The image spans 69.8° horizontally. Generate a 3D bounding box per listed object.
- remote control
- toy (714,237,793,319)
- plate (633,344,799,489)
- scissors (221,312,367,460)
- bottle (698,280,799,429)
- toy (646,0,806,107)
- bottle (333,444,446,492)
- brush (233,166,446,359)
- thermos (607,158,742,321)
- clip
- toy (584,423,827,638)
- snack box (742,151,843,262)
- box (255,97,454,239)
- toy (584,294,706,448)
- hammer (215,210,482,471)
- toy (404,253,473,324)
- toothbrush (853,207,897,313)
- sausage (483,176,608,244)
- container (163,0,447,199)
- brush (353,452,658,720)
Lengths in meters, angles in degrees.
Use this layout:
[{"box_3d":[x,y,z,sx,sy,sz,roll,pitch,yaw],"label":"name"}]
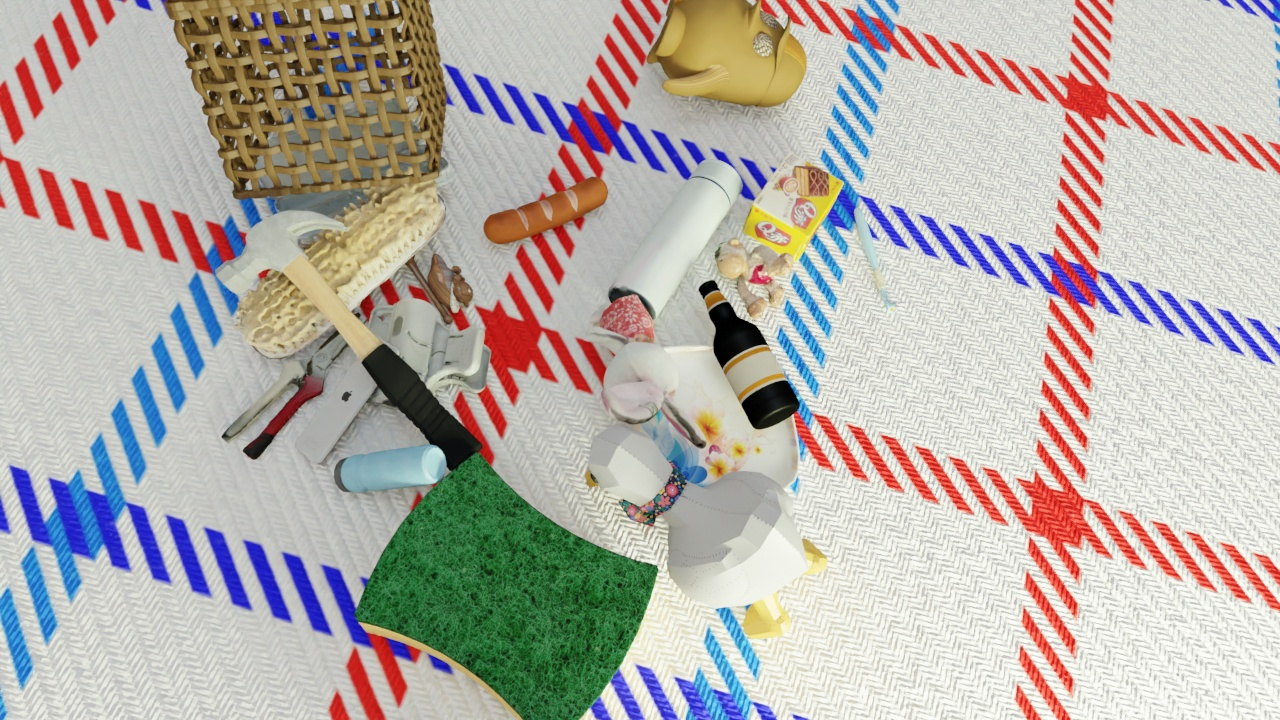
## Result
[{"box_3d":[-0.313,0.041,0.982,0.045,0.008,0.146,25,75,32],"label":"remote control"},{"box_3d":[0.134,-0.116,1.112,0.106,0.085,0.074,40,44,21],"label":"toy"},{"box_3d":[0.083,0.069,1.048,0.187,0.016,0.186,-2,65,-9],"label":"plate"},{"box_3d":[-0.366,0.027,0.999,0.187,0.015,0.146,-18,71,-14],"label":"scissors"},{"box_3d":[0.115,-0.013,1.047,0.059,0.059,0.181,-20,69,-17],"label":"bottle"},{"box_3d":[0.126,-0.413,1.215,0.203,0.163,0.198,20,65,-10],"label":"toy"},{"box_3d":[-0.261,0.112,0.937,0.130,0.040,0.040,-9,61,25],"label":"bottle"},{"box_3d":[-0.329,-0.108,1.021,0.271,0.057,0.083,-42,78,-9],"label":"brush"},{"box_3d":[0.045,-0.148,1.119,0.068,0.068,0.229,30,64,6],"label":"thermos"},{"box_3d":[-0.241,-0.006,1.017,0.144,0.074,0.124,4,66,5],"label":"clip"},{"box_3d":[0.067,0.158,0.905,0.267,0.247,0.140,42,70,-18],"label":"toy"},{"box_3d":[0.193,-0.195,1.165,0.083,0.061,0.105,32,65,7],"label":"snack box"},{"box_3d":[-0.354,-0.234,1.117,0.209,0.061,0.192,-28,53,-21],"label":"box"},{"box_3d":[-0.006,0.006,0.999,0.084,0.159,0.194,-42,53,22],"label":"toy"},{"box_3d":[-0.288,-0.019,0.957,0.131,0.039,0.328,-42,87,-6],"label":"hammer"},{"box_3d":[-0.234,-0.094,1.067,0.055,0.041,0.102,-35,81,1],"label":"toy"},{"box_3d":[0.299,-0.131,1.176,0.022,0.016,0.154,9,59,-41],"label":"toothbrush"},{"box_3d":[-0.115,-0.182,1.123,0.164,0.044,0.039,-25,60,-18],"label":"sausage"},{"box_3d":[-0.345,-0.342,1.010,0.219,0.214,0.251,-6,39,-4],"label":"container"},{"box_3d":[-0.128,0.235,0.905,0.250,0.075,0.194,31,64,7],"label":"brush"}]
